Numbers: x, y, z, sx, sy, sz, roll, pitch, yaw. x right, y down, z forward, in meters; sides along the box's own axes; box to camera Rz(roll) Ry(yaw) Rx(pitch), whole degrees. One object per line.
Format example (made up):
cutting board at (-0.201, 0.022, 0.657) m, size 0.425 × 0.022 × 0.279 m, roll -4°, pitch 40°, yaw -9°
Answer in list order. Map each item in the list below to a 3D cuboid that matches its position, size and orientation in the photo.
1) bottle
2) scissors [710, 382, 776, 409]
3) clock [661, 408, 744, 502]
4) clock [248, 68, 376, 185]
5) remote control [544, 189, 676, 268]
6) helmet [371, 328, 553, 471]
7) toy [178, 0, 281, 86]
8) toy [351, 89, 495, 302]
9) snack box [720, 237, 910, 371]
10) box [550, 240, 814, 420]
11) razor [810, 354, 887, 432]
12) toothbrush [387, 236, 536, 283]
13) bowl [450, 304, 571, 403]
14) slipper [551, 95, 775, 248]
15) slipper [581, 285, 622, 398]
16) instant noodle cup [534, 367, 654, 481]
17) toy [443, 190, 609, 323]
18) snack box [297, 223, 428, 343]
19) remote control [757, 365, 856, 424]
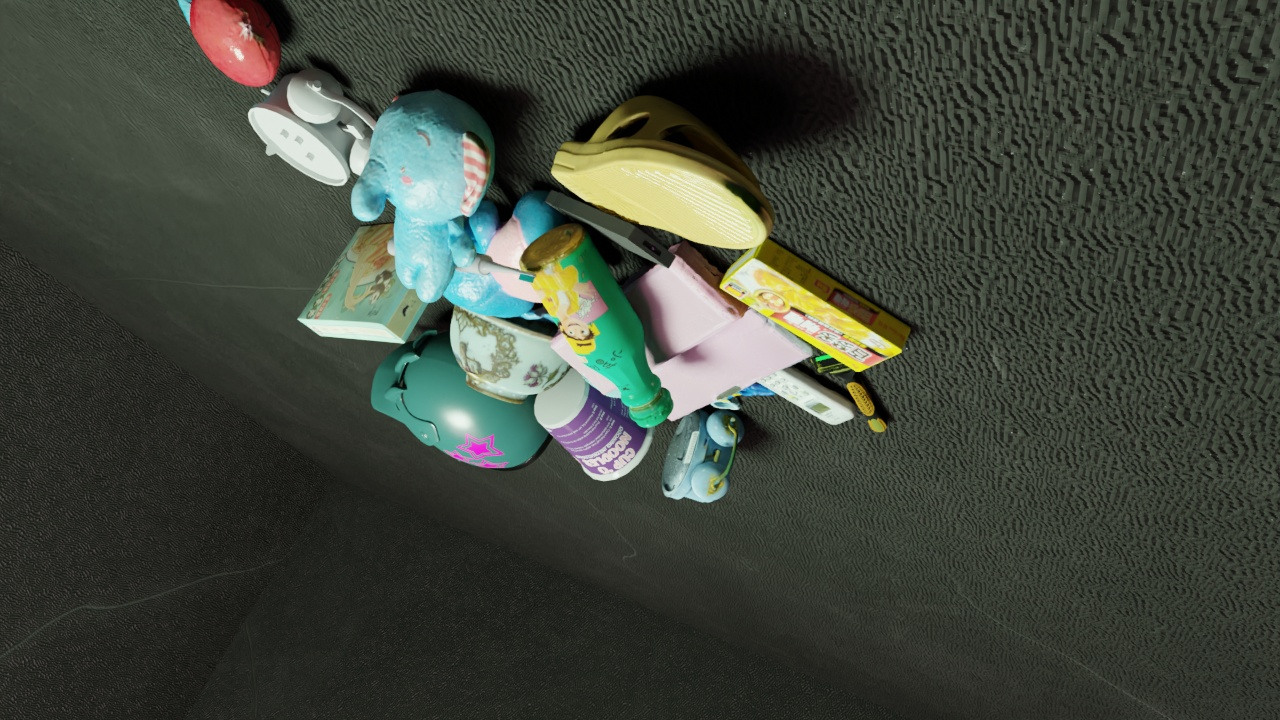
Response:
bottle at (-0.032, -0.025, 0.851) m, size 0.068 × 0.067 × 0.210 m, roll 4°, pitch 135°, yaw 46°
scissors at (0.095, 0.037, 1.034) m, size 0.125 × 0.013 × 0.126 m, roll -2°, pitch 159°, yaw 25°
clock at (0.078, 0.119, 1.135) m, size 0.060 × 0.118 × 0.162 m, roll 20°, pitch 167°, yaw -12°
clock at (-0.303, -0.219, 0.874) m, size 0.159 × 0.061 × 0.120 m, roll 12°, pitch 154°, yaw 40°
remote control at (-0.028, -0.114, 0.790) m, size 0.058 × 0.013 × 0.133 m, roll 30°, pitch -179°, yaw -43°
helmet at (-0.246, 0.044, 1.258) m, size 0.200 × 0.176 × 0.275 m, roll 38°, pitch 157°, yaw -31°
toy at (-0.356, -0.285, 0.800) m, size 0.133 × 0.062 × 0.092 m, roll 30°, pitch 151°, yaw 47°
toy at (-0.192, -0.141, 0.784) m, size 0.114 × 0.181 × 0.183 m, roll -3°, pitch -152°, yaw -43°
snack box at (0.150, -0.045, 0.792) m, size 0.152 × 0.025 × 0.075 m, roll 30°, pitch 159°, yaw -8°
box at (0.033, -0.011, 0.915) m, size 0.179 × 0.039 × 0.233 m, roll 37°, pitch 142°, yaw -16°
razor at (0.214, 0.032, 0.900) m, size 0.044 × 0.021 × 0.144 m, roll -15°, pitch 139°, yaw 26°
toothbrush at (-0.163, -0.090, 0.828) m, size 0.188 × 0.019 × 0.018 m, roll 15°, pitch 175°, yaw 36°
bowl at (-0.154, -0.006, 1.064) m, size 0.160 × 0.094 × 0.160 m, roll 21°, pitch -175°, yaw -2°
slipper at (0.013, -0.144, 0.662) m, size 0.099 × 0.078 × 0.263 m, roll 31°, pitch 177°, yaw -28°
slipper at (-0.006, 0.006, 1.041) m, size 0.116 × 0.069 × 0.276 m, roll 20°, pitch 157°, yaw 11°
instant noodle cup at (-0.072, 0.074, 1.180) m, size 0.137 × 0.121 × 0.122 m, roll -4°, pitch 148°, yaw 39°
toy at (-0.122, -0.092, 0.924) m, size 0.192 × 0.098 × 0.224 m, roll -6°, pitch 146°, yaw 39°
snack box at (-0.299, -0.091, 1.055) m, size 0.194 × 0.141 × 0.044 m, roll 5°, pitch 151°, yaw 44°
remote control at (0.159, 0.023, 0.944) m, size 0.133 × 0.022 × 0.050 m, roll 30°, pitch 158°, yaw -7°
